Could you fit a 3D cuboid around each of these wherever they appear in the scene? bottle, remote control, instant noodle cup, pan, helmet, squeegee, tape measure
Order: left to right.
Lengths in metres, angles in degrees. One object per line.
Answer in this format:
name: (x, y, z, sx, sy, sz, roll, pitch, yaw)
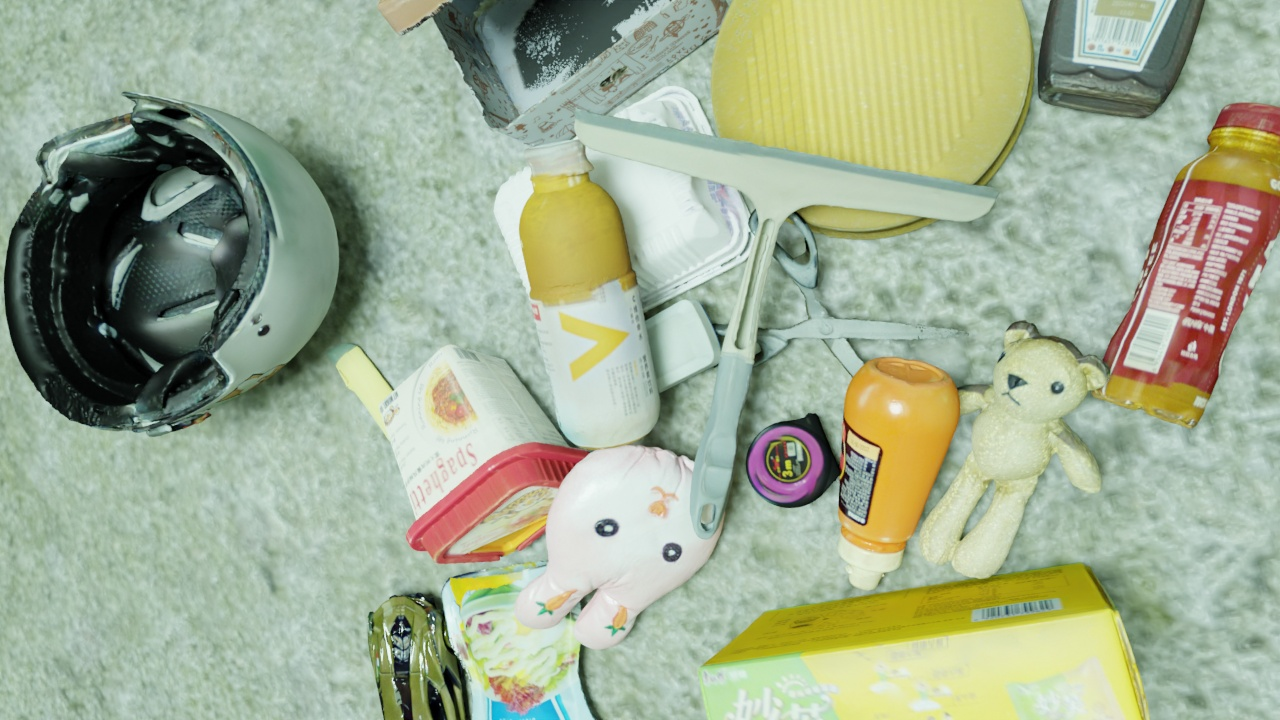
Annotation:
helmet: (-0.335, -0.070, 0.697, 0.275, 0.156, 0.230, -28, 82, 29)
instant noodle cup: (-0.113, 0.063, 0.645, 0.116, 0.116, 0.124, -39, 65, 16)
bottle: (-0.034, -0.040, 0.572, 0.068, 0.067, 0.190, -5, 108, 20)
instant noodle cup: (-0.023, -0.101, 0.633, 0.174, 0.060, 0.138, -26, 81, 17)
remote control: (-0.004, 0.004, 0.635, 0.125, 0.024, 0.049, -29, 79, 31)
squeegee: (0.063, -0.007, 0.564, 0.246, 0.039, 0.247, 9, 105, -4)
tape measure: (0.099, 0.067, 0.600, 0.058, 0.039, 0.057, -26, 81, 13)
pan: (0.137, -0.256, 0.582, 0.198, 0.078, 0.357, -4, 95, 19)
bottle: (0.150, 0.075, 0.564, 0.067, 0.066, 0.150, 14, 112, 20)
bottle: (0.288, -0.243, 0.526, 0.080, 0.044, 0.195, 14, 94, 15)
bottle: (0.311, -0.052, 0.510, 0.057, 0.057, 0.175, 21, 97, 19)

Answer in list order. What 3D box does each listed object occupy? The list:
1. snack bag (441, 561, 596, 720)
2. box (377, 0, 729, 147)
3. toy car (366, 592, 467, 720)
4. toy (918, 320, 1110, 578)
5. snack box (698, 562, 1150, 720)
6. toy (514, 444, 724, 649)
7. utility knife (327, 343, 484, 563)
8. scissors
snack bag: (-0.082, 0.246, 0.668, 0.110, 0.039, 0.191, -11, 87, 9)
box: (-0.064, -0.257, 0.586, 0.182, 0.174, 0.152, -32, 81, 18)
toy car: (-0.167, 0.256, 0.698, 0.070, 0.042, 0.158, -11, 89, 20)
toy: (0.213, 0.057, 0.543, 0.105, 0.066, 0.157, 35, 115, 41)
snack box: (0.156, 0.173, 0.515, 0.210, 0.157, 0.070, -15, 81, 20)
toy: (-0.015, 0.128, 0.616, 0.121, 0.054, 0.160, 23, 106, -22)
utility knife: (-0.180, 0.067, 0.712, 0.031, 0.022, 0.216, -44, 70, 16)
scissors: (0.114, -0.019, 0.590, 0.160, 0.014, 0.179, -31, 94, 34)
